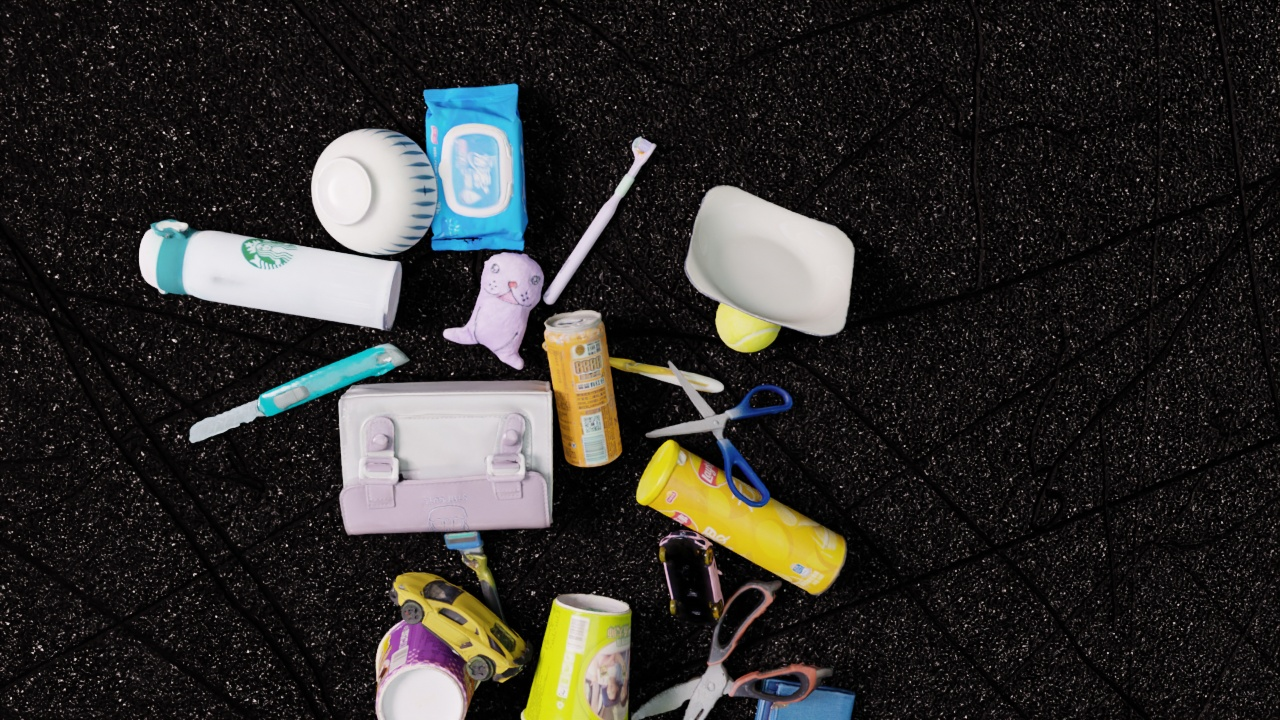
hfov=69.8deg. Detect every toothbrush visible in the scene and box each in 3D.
[{"bbox_3d":[-0.006,0.005,0.929,0.191,0.018,0.016,14,78,-8],"label":"toothbrush"},{"bbox_3d":[-0.043,-0.136,0.908,0.021,0.029,0.189,29,95,-47],"label":"toothbrush"}]

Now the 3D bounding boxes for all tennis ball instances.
[{"bbox_3d":[0.107,-0.040,0.913,0.065,0.065,0.065,-1,97,-7],"label":"tennis ball"}]

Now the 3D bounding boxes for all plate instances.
[{"bbox_3d":[0.123,-0.091,0.890,0.164,0.034,0.163,21,49,-3],"label":"plate"}]

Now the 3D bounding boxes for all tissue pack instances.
[{"bbox_3d":[-0.156,-0.183,0.872,0.095,0.052,0.157,-2,97,-7],"label":"tissue pack"}]

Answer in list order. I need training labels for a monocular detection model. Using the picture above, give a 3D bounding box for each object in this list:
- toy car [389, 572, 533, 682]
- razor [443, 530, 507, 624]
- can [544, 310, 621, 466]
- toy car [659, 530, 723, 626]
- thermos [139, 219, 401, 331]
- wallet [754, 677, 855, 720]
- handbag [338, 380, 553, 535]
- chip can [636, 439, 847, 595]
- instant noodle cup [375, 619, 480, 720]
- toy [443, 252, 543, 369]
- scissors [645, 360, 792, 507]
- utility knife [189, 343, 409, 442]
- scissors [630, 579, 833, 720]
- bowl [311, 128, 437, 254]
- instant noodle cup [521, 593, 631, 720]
[{"bbox_3d":[-0.177,0.256,0.899,0.156,0.071,0.041,35,100,6],"label":"toy car"},{"bbox_3d":[-0.156,0.235,0.938,0.043,0.022,0.143,-11,105,28],"label":"razor"},{"bbox_3d":[-0.055,0.028,0.893,0.058,0.058,0.146,-9,110,-6],"label":"can"},{"bbox_3d":[0.054,0.222,0.941,0.056,0.037,0.122,-1,119,18],"label":"toy car"},{"bbox_3d":[-0.341,-0.081,0.854,0.224,0.073,0.073,10,95,-8],"label":"thermos"},{"bbox_3d":[0.169,0.414,0.988,0.106,0.040,0.133,12,86,-10],"label":"wallet"},{"bbox_3d":[-0.183,0.095,0.884,0.197,0.098,0.145,-1,102,-6],"label":"handbag"},{"bbox_3d":[0.103,0.161,0.936,0.213,0.072,0.072,30,92,-10],"label":"chip can"},{"bbox_3d":[-0.210,0.318,0.903,0.111,0.099,0.111,-1,98,-8],"label":"instant noodle cup"},{"bbox_3d":[-0.136,-0.055,0.896,0.084,0.039,0.108,21,95,-15],"label":"toy"},{"bbox_3d":[0.087,0.065,0.920,0.162,0.012,0.173,-32,82,-28],"label":"scissors"},{"bbox_3d":[-0.335,0.033,0.896,0.223,0.013,0.029,-23,99,-4],"label":"utility knife"},{"bbox_3d":[0.093,0.329,0.968,0.227,0.015,0.189,-5,85,9],"label":"scissors"},{"bbox_3d":[-0.252,-0.154,0.835,0.117,0.066,0.116,3,100,19],"label":"bowl"},{"bbox_3d":[-0.055,0.303,0.921,0.111,0.112,0.123,9,87,-8],"label":"instant noodle cup"}]
